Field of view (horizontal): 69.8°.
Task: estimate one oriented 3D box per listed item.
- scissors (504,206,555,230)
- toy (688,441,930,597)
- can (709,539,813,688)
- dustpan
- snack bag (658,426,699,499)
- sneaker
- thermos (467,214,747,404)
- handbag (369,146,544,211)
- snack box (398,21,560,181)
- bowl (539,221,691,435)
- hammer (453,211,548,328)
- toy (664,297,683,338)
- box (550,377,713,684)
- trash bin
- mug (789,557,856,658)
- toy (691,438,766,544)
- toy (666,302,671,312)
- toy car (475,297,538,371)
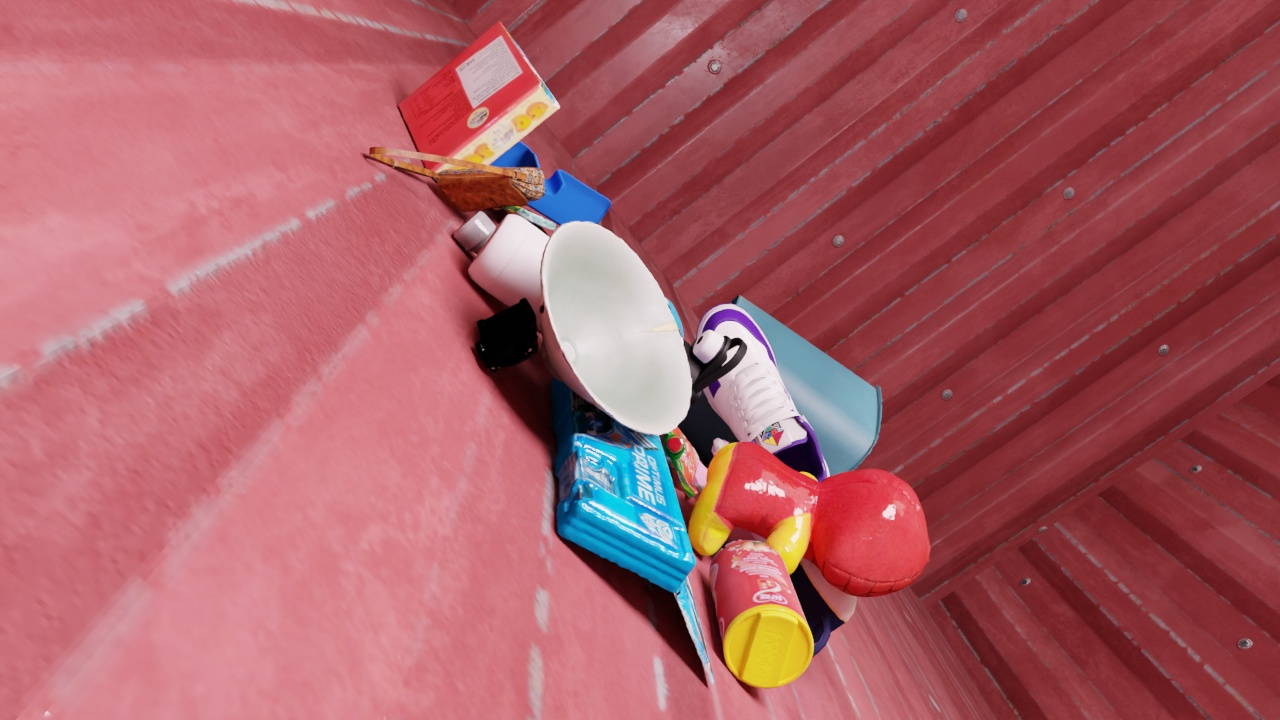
[{"bbox_3d":[-0.143,-0.164,0.972,0.108,0.012,0.131,28,8,25],"label":"scissors"},{"bbox_3d":[0.159,0.143,0.841,0.147,0.216,0.099,-64,164,-51],"label":"toy"},{"bbox_3d":[0.093,0.198,0.730,0.066,0.067,0.124,51,8,-12],"label":"can"},{"bbox_3d":[-0.122,-0.203,1.015,0.245,0.060,0.257,32,14,-20],"label":"dustpan"},{"bbox_3d":[0.033,0.085,0.833,0.155,0.044,0.087,81,-13,-79],"label":"snack bag"},{"bbox_3d":[0.130,0.056,0.986,0.244,0.092,0.111,62,3,-4],"label":"sneaker"},{"bbox_3d":[-0.028,-0.045,0.789,0.230,0.101,0.068,35,31,-14],"label":"thermos"},{"bbox_3d":[-0.166,-0.162,0.815,0.195,0.094,0.043,-4,97,-65],"label":"handbag"},{"bbox_3d":[-0.169,-0.261,0.942,0.040,0.143,0.145,45,11,-49],"label":"snack box"},{"bbox_3d":[-0.036,-0.013,0.691,0.174,0.068,0.173,39,37,-39],"label":"bowl"},{"bbox_3d":[-0.122,-0.112,0.967,0.139,0.035,0.312,50,8,-16],"label":"hammer"},{"bbox_3d":[-0.018,-0.047,1.063,0.191,0.099,0.224,40,14,-33],"label":"toy"},{"bbox_3d":[0.005,0.100,0.685,0.175,0.060,0.243,50,9,-21],"label":"box"},{"bbox_3d":[0.152,0.056,1.145,0.218,0.200,0.196,40,27,-5],"label":"trash bin"},{"bbox_3d":[0.160,0.234,0.876,0.085,0.089,0.111,49,9,-24],"label":"mug"},{"bbox_3d":[0.111,0.168,0.976,0.157,0.067,0.123,55,5,-19],"label":"toy"},{"bbox_3d":[-0.005,0.005,0.924,0.179,0.102,0.138,68,25,-19],"label":"toy"},{"bbox_3d":[-0.094,-0.015,0.673,0.036,0.042,0.091,62,4,-24],"label":"toy car"}]
